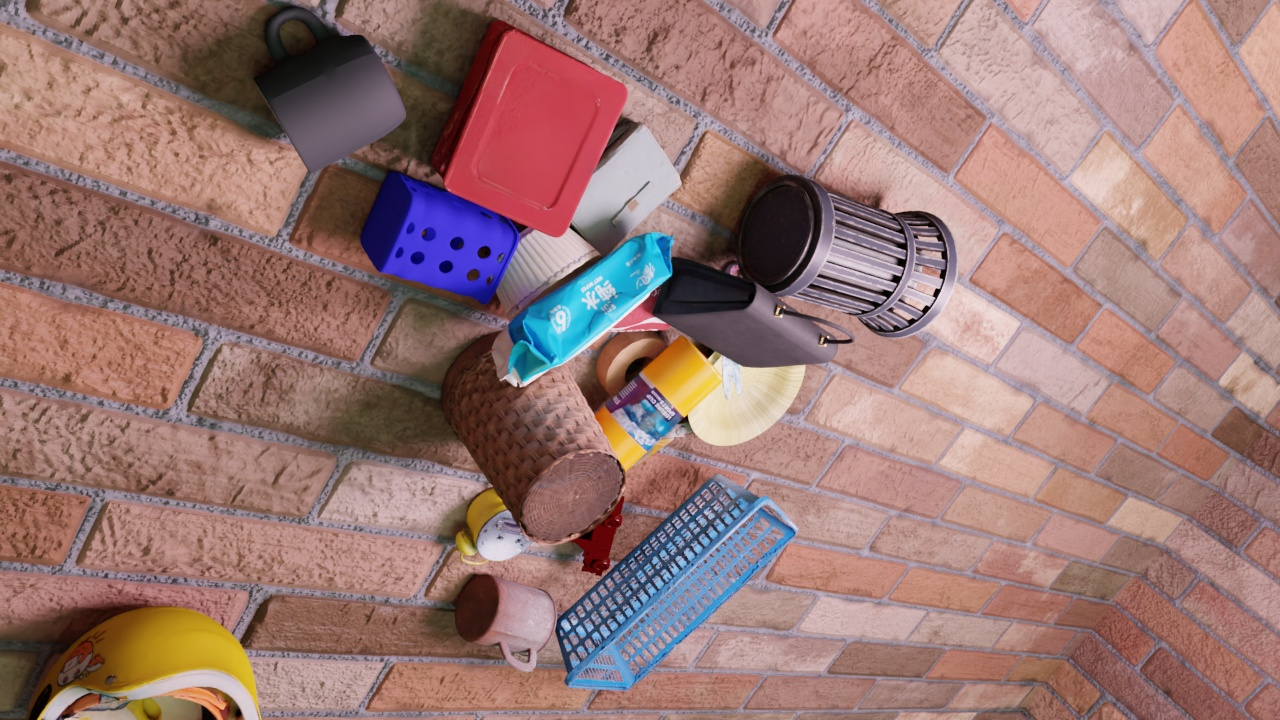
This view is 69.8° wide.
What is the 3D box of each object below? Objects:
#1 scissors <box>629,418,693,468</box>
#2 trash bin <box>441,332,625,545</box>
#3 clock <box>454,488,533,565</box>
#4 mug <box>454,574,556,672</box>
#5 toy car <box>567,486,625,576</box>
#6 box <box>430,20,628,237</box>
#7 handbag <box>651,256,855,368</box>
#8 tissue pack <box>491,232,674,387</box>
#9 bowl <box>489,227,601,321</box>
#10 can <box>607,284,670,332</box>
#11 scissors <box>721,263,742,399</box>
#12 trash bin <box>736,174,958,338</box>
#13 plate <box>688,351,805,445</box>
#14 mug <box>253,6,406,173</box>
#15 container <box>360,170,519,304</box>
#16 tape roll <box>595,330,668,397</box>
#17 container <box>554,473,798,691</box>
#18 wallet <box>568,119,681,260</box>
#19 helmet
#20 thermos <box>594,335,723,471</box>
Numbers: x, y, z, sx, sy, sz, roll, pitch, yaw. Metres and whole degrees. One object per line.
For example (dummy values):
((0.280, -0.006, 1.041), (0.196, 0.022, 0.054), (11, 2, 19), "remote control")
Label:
((0.036, 0.103, 1.234), (0.228, 0.016, 0.114), (-4, 125, -34), "scissors")
((-0.109, 0.082, 0.984), (0.151, 0.210, 0.151), (-18, 131, -23), "trash bin")
((-0.180, 0.212, 1.139), (0.083, 0.057, 0.119), (24, 106, -43), "clock")
((-0.174, 0.347, 1.199), (0.110, 0.122, 0.096), (25, 120, -40), "mug")
((-0.060, 0.211, 1.199), (0.062, 0.070, 0.170), (10, 135, -4), "toy car")
((-0.102, -0.209, 0.838), (0.136, 0.126, 0.157), (15, 113, -35), "box")
((0.148, -0.042, 1.020), (0.175, 0.196, 0.072), (27, 79, -42), "handbag")
((-0.055, -0.055, 0.933), (0.208, 0.117, 0.066), (-40, 94, -28), "tissue pack")
((-0.104, -0.097, 0.933), (0.115, 0.115, 0.062), (-37, 92, -5), "bowl")
((-0.008, -0.061, 1.056), (0.096, 0.054, 0.054), (-3, 123, -32), "can")
((0.094, -0.029, 1.133), (0.101, 0.016, 0.179), (-6, 103, -28), "scissors")
((0.242, -0.127, 1.104), (0.227, 0.164, 0.164), (11, 115, -34), "trash bin")
((0.134, 0.027, 1.225), (0.184, 0.036, 0.185), (-16, 128, -23), "plate")
((-0.261, -0.229, 0.753), (0.094, 0.085, 0.121), (-31, 105, -12), "mug")
((-0.192, -0.116, 0.871), (0.113, 0.085, 0.084), (15, 112, -39), "container")
((-0.007, 0.007, 1.124), (0.093, 0.027, 0.094), (-18, 130, -23), "tape roll")
((0.047, 0.313, 1.308), (0.362, 0.089, 0.257), (-43, 152, 1), "container")
((-0.025, -0.178, 0.964), (0.131, 0.054, 0.100), (-46, 136, -3), "wallet")
((-0.524, 0.349, 0.959), (0.240, 0.139, 0.209), (-33, 135, 8), "helmet")
((-0.015, 0.069, 1.096), (0.232, 0.076, 0.091), (-43, 98, 1), "thermos")
